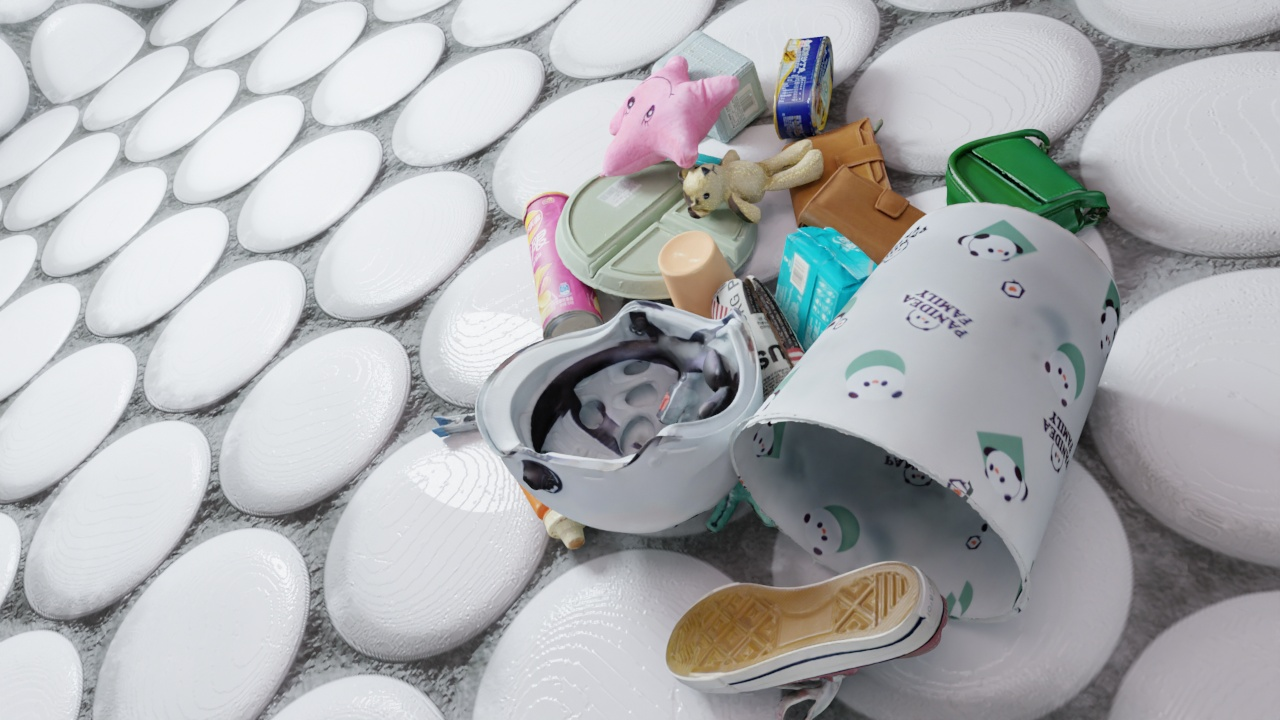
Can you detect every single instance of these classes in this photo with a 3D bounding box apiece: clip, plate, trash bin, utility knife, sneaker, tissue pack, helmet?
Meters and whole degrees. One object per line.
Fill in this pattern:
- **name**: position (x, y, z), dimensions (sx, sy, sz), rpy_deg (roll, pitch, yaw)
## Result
- **clip**: position (-0.200, 0.069, 1.011), dimensions (0.058, 0.026, 0.038), rpy_deg (-9, 59, 13)
- **plate**: position (0.017, -0.156, 1.033), dimensions (0.230, 0.028, 0.229), rpy_deg (-2, 48, 2)
- **trash bin**: position (0.230, 0.028, 0.703), dimensions (0.230, 0.230, 0.251), rpy_deg (19, 59, 36)
- **utility knife**: position (0.082, -0.241, 1.125), dimensions (0.158, 0.013, 0.029), rpy_deg (26, 66, 41)
- **sneaker**: position (0.126, 0.216, 0.692), dimensions (0.242, 0.088, 0.118), rpy_deg (-25, 31, 37)
- **tissue pack**: position (0.170, -0.051, 0.853), dimensions (0.050, 0.134, 0.093), rpy_deg (-17, 47, -21)
- **helmet**: position (-0.007, 0.064, 0.820), dimensions (0.259, 0.146, 0.228), rpy_deg (-4, 35, 28)

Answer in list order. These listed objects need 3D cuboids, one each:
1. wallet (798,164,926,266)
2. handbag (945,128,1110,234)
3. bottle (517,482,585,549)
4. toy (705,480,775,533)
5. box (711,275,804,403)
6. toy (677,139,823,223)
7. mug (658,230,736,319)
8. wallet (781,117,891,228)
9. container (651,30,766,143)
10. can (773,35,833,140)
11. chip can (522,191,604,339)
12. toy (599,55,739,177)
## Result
- **wallet**: position (0.233, -0.133, 0.902), dimensions (0.132, 0.031, 0.107), rpy_deg (35, 49, 10)
- **handbag**: position (0.366, -0.159, 0.886), dimensions (0.120, 0.068, 0.131), rpy_deg (-20, 46, 1)
- **bottle**: position (-0.088, 0.119, 0.893), dimensions (0.067, 0.067, 0.149), rpy_deg (-31, 54, 1)
- **toy**: position (0.101, 0.120, 0.818), dimensions (0.092, 0.030, 0.096), rpy_deg (24, 75, 43)
- **box**: position (0.131, -0.007, 0.848), dimensions (0.082, 0.075, 0.163), rpy_deg (-10, 65, -28)
- **toy**: position (0.122, -0.202, 1.003), dimensions (0.157, 0.066, 0.105), rpy_deg (-16, 65, 0)
- **mug**: position (0.066, -0.068, 0.919), dimensions (0.078, 0.123, 0.078), rpy_deg (-13, 49, 16)
- **wallet**: position (0.223, -0.209, 1.018), dimensions (0.119, 0.035, 0.130), rpy_deg (-20, 48, 20)
- **container**: position (0.089, -0.339, 1.149), dimensions (0.090, 0.090, 0.111), rpy_deg (-41, 50, -8)
- **can**: position (0.196, -0.326, 1.093), dimensions (0.049, 0.075, 0.147), rpy_deg (1, 55, 23)
- **chip can**: position (-0.090, -0.105, 1.062), dimensions (0.071, 0.071, 0.210), rpy_deg (-23, 48, 9)
- **toy**: position (0.024, -0.268, 1.048), dimensions (0.178, 0.074, 0.194), rpy_deg (-45, 38, 4)
